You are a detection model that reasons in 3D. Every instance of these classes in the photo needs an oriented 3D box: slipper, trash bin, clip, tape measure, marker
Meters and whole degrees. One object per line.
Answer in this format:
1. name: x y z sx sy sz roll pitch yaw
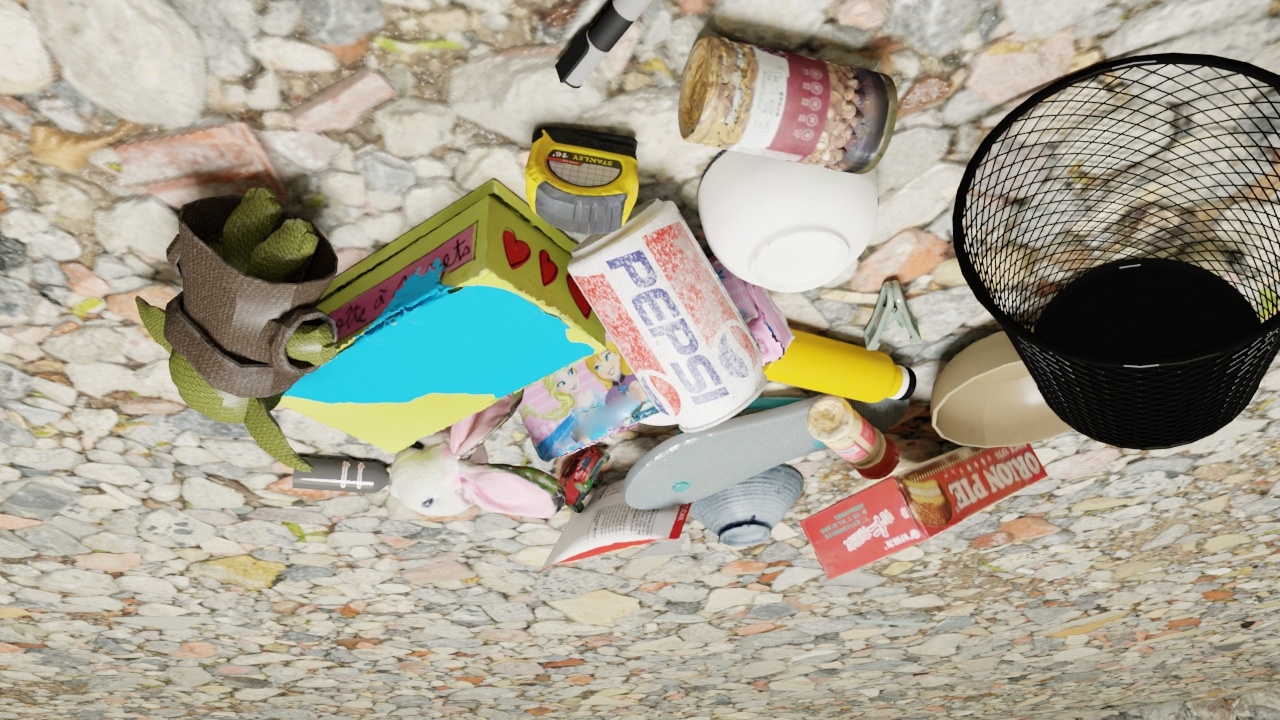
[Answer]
1. slipper: 0.105 0.060 0.824 0.269 0.054 0.098 -19 143 4
2. trash bin: 0.305 -0.044 0.561 0.184 0.183 0.210 -18 151 22
3. clip: 0.192 -0.035 0.696 0.059 0.023 0.076 -11 149 9
4. tape measure: -0.034 -0.102 0.530 0.065 0.064 0.037 2 146 -7
5. marker: 0.003 -0.185 0.448 0.016 0.016 0.141 19 141 -31

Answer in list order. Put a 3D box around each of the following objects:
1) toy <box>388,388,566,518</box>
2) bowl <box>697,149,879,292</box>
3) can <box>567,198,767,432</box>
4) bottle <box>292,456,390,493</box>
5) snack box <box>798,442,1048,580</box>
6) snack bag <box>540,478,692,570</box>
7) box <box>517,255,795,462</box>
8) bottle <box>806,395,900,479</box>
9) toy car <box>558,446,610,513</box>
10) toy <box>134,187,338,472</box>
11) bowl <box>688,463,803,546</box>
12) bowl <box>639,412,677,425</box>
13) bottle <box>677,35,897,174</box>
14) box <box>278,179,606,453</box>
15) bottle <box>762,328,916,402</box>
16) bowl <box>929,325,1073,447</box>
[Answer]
1. toy: -0.167 0.079 0.752 0.105 0.131 0.206 -21 -172 -37
2. bowl: 0.095 -0.085 0.571 0.113 0.063 0.114 -3 148 -2
3. can: 0.019 -0.028 0.585 0.078 0.078 0.136 -25 105 30
4. bottle: -0.270 0.110 0.873 0.113 0.030 0.030 6 146 -15
5. snack box: 0.262 0.125 0.835 0.235 0.060 0.113 -9 159 -43
6. snack bag: -0.016 0.149 0.892 0.144 0.130 0.039 -18 107 21
7. box: -0.005 0.005 0.684 0.231 0.053 0.084 -27 103 33
8. bottle: 0.183 0.067 0.787 0.044 0.044 0.109 -23 143 28
9. toy car: -0.057 0.113 0.888 0.036 0.042 0.091 34 149 1
10. toy: -0.244 -0.030 0.570 0.078 0.179 0.153 -26 149 -54
11. bowl: 0.107 0.159 0.961 0.137 0.057 0.137 -3 148 -2
12. bowl: 0.019 0.025 0.756 0.110 0.040 0.110 -2 148 -2
13. bottle: 0.078 -0.136 0.494 0.105 0.056 0.056 7 146 -15
14. box: -0.140 -0.022 0.639 0.222 0.080 0.124 -28 140 29
15. bottle: 0.157 0.006 0.737 0.143 0.043 0.043 12 144 -23
16. bowl: 0.313 0.015 0.759 0.152 0.050 0.152 -2 148 -2
